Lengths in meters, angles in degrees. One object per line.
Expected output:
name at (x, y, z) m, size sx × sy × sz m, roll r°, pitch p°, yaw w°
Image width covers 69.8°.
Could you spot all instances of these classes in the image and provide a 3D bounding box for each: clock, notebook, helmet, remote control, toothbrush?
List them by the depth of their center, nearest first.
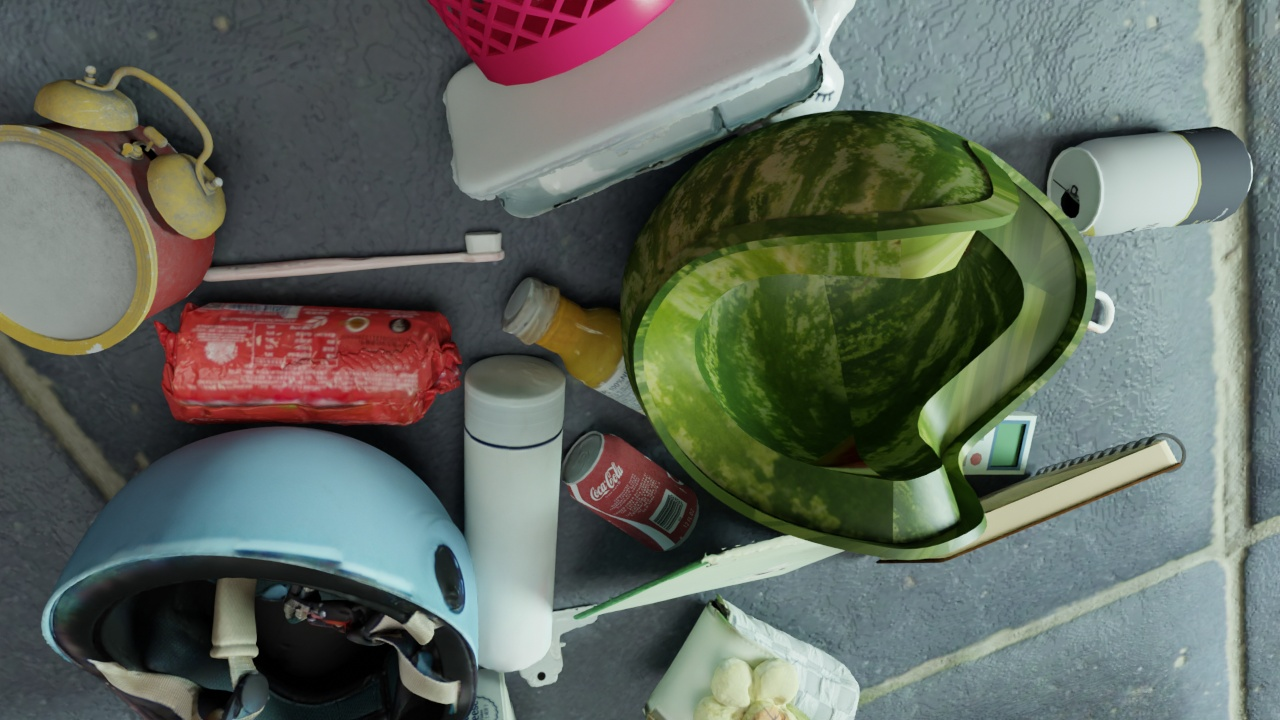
clock at (-0.283, -0.083, 0.487) m, size 0.117 × 0.081 × 0.159 m, roll 42°, pitch 112°, yaw -10°
helmet at (0.111, -0.030, 0.515) m, size 0.244 × 0.246 × 0.213 m, roll 9°, pitch 115°, yaw 32°
helmet at (-0.214, 0.132, 0.553) m, size 0.225 × 0.166 × 0.266 m, roll -10°, pitch 144°, yaw 1°
toothbrush at (-0.175, -0.063, 0.562) m, size 0.181 × 0.015 × 0.018 m, roll -7°, pitch 111°, yaw -10°
notebook at (0.072, 0.137, 0.609) m, size 0.181 × 0.010 × 0.253 m, roll -6°, pitch 161°, yaw -23°
notebook at (0.261, 0.105, 0.654) m, size 0.167 × 0.225 × 0.024 m, roll -22°, pitch 77°, yaw -1°
remote control at (0.231, 0.061, 0.708) m, size 0.143 × 0.024 × 0.050 m, roll 2°, pitch 107°, yaw -12°

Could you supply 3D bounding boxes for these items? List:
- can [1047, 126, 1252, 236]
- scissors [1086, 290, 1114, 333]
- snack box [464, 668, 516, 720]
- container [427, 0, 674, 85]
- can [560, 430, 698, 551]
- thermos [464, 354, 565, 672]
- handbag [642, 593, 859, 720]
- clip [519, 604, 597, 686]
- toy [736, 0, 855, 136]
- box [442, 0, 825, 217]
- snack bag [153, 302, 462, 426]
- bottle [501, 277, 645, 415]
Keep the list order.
can at (0.336, -0.119, 0.618) m, size 0.127 × 0.064 × 0.064 m, roll -8°, pitch 118°, yaw -9°
scissors at (0.304, -0.037, 0.683) m, size 0.129 × 0.011 × 0.125 m, roll -8°, pitch 120°, yaw -10°
snack box at (-0.117, 0.363, 0.742) m, size 0.057 × 0.104 × 0.208 m, roll -11°, pitch 118°, yaw -7°
container at (-0.076, -0.254, 0.406) m, size 0.183 × 0.183 × 0.226 m, roll -31°, pitch 126°, yaw 4°
can at (-0.007, 0.094, 0.657) m, size 0.096 × 0.054 × 0.054 m, roll 38°, pitch 103°, yaw -26°
thermos at (-0.090, 0.110, 0.640) m, size 0.068 × 0.068 × 0.230 m, roll -1°, pitch 117°, yaw -12°
handbag at (0.106, 0.279, 0.739) m, size 0.171 × 0.123 × 0.112 m, roll 31°, pitch 91°, yaw -25°
clip at (-0.080, 0.226, 0.725) m, size 0.101 × 0.038 × 0.054 m, roll -7°, pitch 105°, yaw -8°
toy at (0.087, -0.173, 0.550) m, size 0.076 × 0.037 × 0.126 m, roll 5°, pitch 115°, yaw -17°
box at (-0.008, -0.148, 0.484) m, size 0.216 × 0.109 × 0.108 m, roll -23°, pitch 105°, yaw 9°
snack bag at (-0.197, 0.004, 0.553) m, size 0.176 × 0.082 × 0.082 m, roll 1°, pitch 116°, yaw -12°
bottle at (-0.004, 0.004, 0.612) m, size 0.186 × 0.053 × 0.053 m, roll 28°, pitch 107°, yaw -24°
